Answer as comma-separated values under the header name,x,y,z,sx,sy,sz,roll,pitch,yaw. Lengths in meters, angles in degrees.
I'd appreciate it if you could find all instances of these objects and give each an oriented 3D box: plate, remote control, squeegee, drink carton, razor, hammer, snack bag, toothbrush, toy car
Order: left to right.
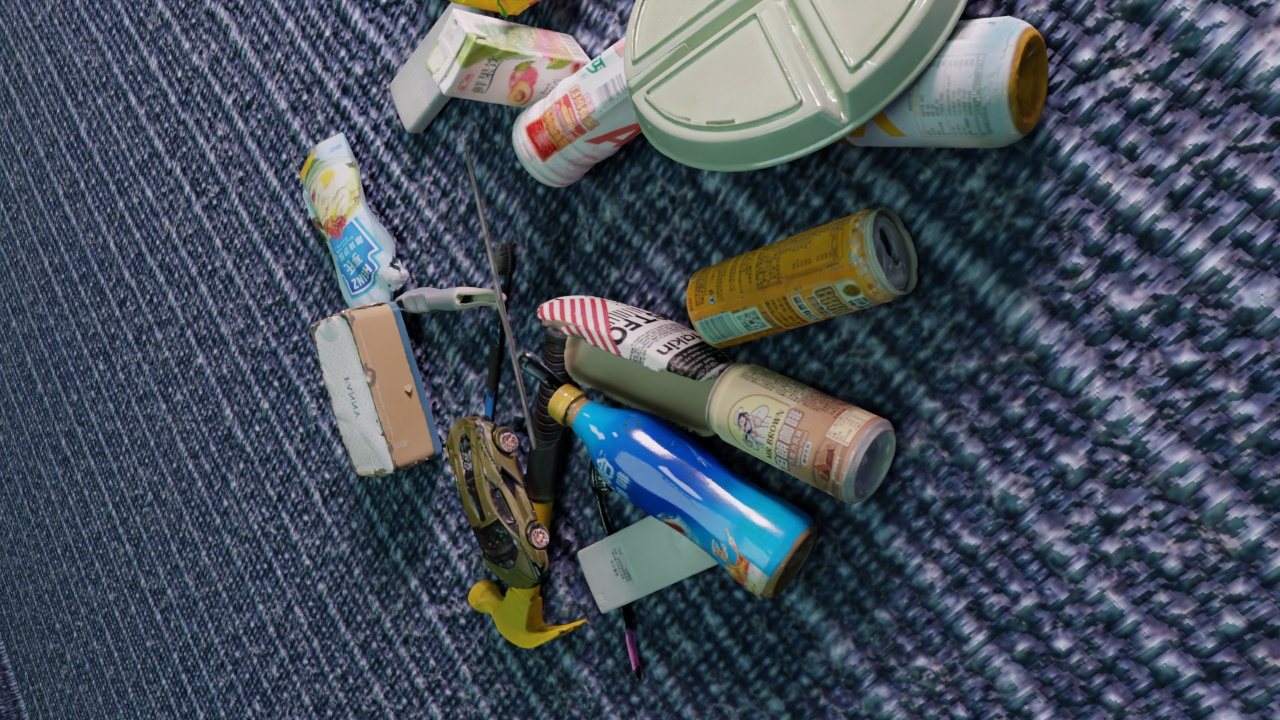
name,x,y,z,sx,sy,sz,roll,pitch,yaw
snack bag,-0.302,-0.133,0.961,0.111,0.038,0.191,-35,74,33
remote control,-0.181,-0.273,0.842,0.150,0.021,0.058,-33,74,40
squeegee,-0.165,-0.054,0.836,0.247,0.039,0.246,4,109,55
toothbrush,-0.134,-0.017,0.840,0.014,0.016,0.190,26,114,43
toy car,-0.124,0.122,0.790,0.070,0.042,0.158,-32,77,41
drink carton,-0.100,-0.230,0.708,0.054,0.122,0.045,-48,63,35
hammer,-0.087,0.117,0.805,0.129,0.032,0.301,22,111,37
razor,-0.043,0.041,0.736,0.142,0.022,0.043,42,118,0
toothbrush,-0.017,0.173,0.763,0.018,0.014,0.189,-13,88,33
remote control,0.010,0.152,0.722,0.135,0.019,0.056,-33,74,32
plate,0.082,-0.218,0.544,0.231,0.027,0.229,-16,61,30

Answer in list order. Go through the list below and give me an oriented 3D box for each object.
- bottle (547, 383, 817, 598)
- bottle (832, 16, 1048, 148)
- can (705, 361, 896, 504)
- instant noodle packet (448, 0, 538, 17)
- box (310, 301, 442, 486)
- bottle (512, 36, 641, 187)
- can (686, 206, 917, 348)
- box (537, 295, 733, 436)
name,x,y,z,sx,sy,sz,roll,pitch,yaw
bottle,0.022,0.083,0.661,0.219,0.065,0.065,34,117,25
bottle,0.136,-0.161,0.542,0.190,0.067,0.068,12,104,40
can,0.104,0.045,0.605,0.116,0.058,0.058,26,112,37
instant noodle packet,-0.111,-0.315,0.728,0.128,0.110,0.044,27,149,34
box,-0.264,0.037,0.921,0.090,0.062,0.184,-9,100,43
bottle,-0.010,-0.200,0.672,0.197,0.068,0.068,-27,78,37
can,0.100,-0.051,0.596,0.146,0.058,0.058,-16,85,42
box,-0.004,0.005,0.686,0.162,0.075,0.086,19,120,32
